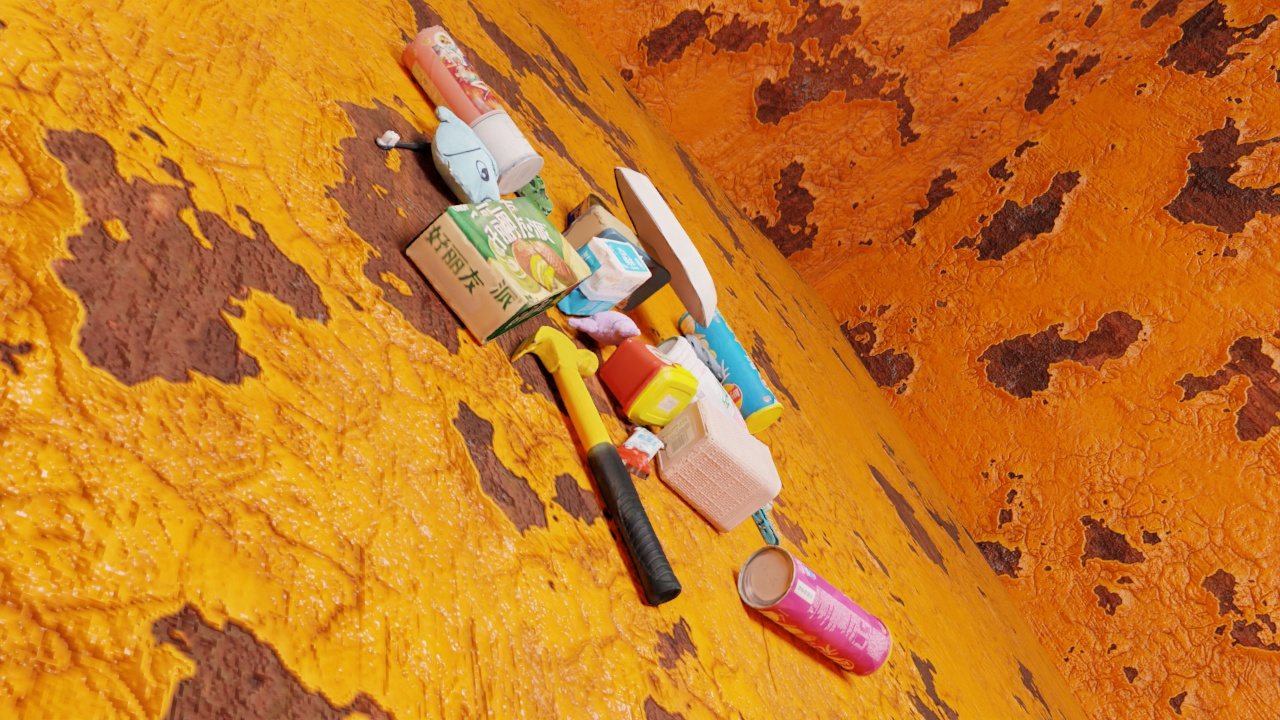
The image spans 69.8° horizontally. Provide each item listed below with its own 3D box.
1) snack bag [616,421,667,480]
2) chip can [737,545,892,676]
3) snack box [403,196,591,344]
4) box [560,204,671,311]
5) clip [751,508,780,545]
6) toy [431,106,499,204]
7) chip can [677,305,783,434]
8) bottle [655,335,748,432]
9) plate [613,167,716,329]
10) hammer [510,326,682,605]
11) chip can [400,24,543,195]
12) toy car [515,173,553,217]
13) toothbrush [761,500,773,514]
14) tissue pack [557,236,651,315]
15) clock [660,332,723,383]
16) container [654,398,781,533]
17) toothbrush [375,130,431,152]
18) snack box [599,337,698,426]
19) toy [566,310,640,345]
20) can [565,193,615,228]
[{"bbox_3d":[-0.001,0.091,0.937,0.048,0.026,0.104,32,15,3],"label":"snack bag"},{"bbox_3d":[0.192,0.274,0.997,0.210,0.071,0.071,40,20,-35],"label":"chip can"},{"bbox_3d":[-0.132,-0.097,0.913,0.114,0.063,0.239,50,17,-2],"label":"snack box"},{"bbox_3d":[-0.039,-0.133,1.202,0.184,0.090,0.061,24,31,-56],"label":"box"},{"bbox_3d":[0.155,0.207,1.143,0.042,0.014,0.056,29,27,-56],"label":"clip"},{"bbox_3d":[-0.196,-0.223,1.027,0.161,0.050,0.156,58,15,5],"label":"toy"},{"bbox_3d":[0.136,0.008,1.409,0.071,0.071,0.210,23,33,-59],"label":"chip can"},{"bbox_3d":[0.084,0.061,1.172,0.197,0.068,0.068,51,16,-16],"label":"bottle"},{"bbox_3d":[0.038,-0.163,1.268,0.265,0.034,0.162,59,-5,30],"label":"plate"},{"bbox_3d":[-0.037,0.085,0.843,0.128,0.033,0.300,29,28,-53],"label":"hammer"},{"bbox_3d":[-0.211,-0.312,1.145,0.214,0.071,0.071,53,16,7],"label":"chip can"},{"bbox_3d":[-0.147,-0.229,1.210,0.091,0.036,0.043,54,15,-8],"label":"toy car"},{"bbox_3d":[0.106,0.141,1.140,0.189,0.029,0.020,40,-22,-34],"label":"toothbrush"},{"bbox_3d":[-0.051,-0.101,1.096,0.063,0.090,0.140,55,17,8],"label":"tissue pack"},{"bbox_3d":[0.076,0.017,1.258,0.122,0.055,0.082,44,18,-30],"label":"clock"},{"bbox_3d":[0.079,0.112,1.008,0.111,0.090,0.089,40,20,-26],"label":"container"},{"bbox_3d":[-0.240,-0.237,1.005,0.015,0.018,0.180,49,15,0],"label":"toothbrush"},{"bbox_3d":[0.006,0.024,1.022,0.080,0.082,0.091,45,11,29],"label":"snack box"},{"bbox_3d":[-0.038,-0.039,1.067,0.084,0.039,0.108,10,8,3],"label":"toy"},{"bbox_3d":[-0.067,-0.185,1.306,0.074,0.049,0.148,44,18,-25],"label":"can"}]
